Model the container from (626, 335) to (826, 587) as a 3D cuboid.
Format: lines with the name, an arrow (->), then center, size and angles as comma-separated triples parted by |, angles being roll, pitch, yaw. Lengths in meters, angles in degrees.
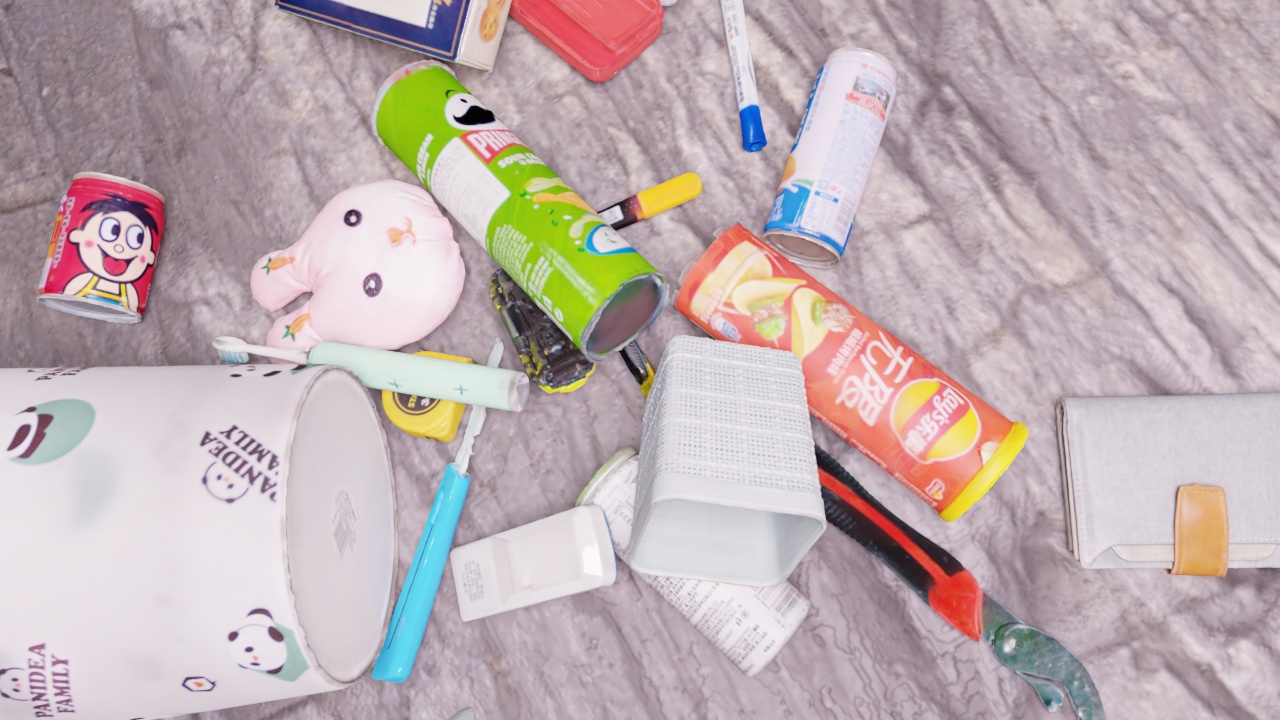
container -> 0.044, 0.053, 0.511 | 0.090, 0.090, 0.111 | 8, 53, -8

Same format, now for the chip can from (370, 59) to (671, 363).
chip can -> -0.083, -0.100, 0.594 | 0.072, 0.072, 0.236 | -43, 67, -2

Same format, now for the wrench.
wrench -> 0.166, 0.127, 0.553 | 0.056, 0.016, 0.273 | -45, 76, -3

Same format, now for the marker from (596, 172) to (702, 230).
marker -> -0.016, -0.098, 0.631 | 0.124, 0.015, 0.018 | -22, 74, 6

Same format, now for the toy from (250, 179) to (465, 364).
toy -> -0.198, -0.055, 0.632 | 0.160, 0.054, 0.121 | -25, 75, 11

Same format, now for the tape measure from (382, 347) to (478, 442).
tape measure -> -0.142, 0.024, 0.615 | 0.057, 0.029, 0.060 | 10, 72, 12

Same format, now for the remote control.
remote control -> -0.069, 0.125, 0.559 | 0.125, 0.024, 0.049 | -25, 71, 35

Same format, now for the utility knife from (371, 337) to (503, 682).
utility knife -> -0.127, 0.094, 0.599 | 0.018, 0.034, 0.234 | 24, 77, -31

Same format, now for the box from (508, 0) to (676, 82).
box -> -0.063, -0.305, 0.638 | 0.110, 0.100, 0.201 | -43, 75, -13

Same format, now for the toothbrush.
toothbrush -> -0.180, 0.005, 0.597 | 0.225, 0.027, 0.026 | 8, 39, 12

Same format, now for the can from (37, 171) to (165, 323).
can -> -0.382, -0.080, 0.655 | 0.066, 0.066, 0.093 | 5, 78, 10

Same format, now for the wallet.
wallet -> 0.316, 0.071, 0.532 | 0.130, 0.037, 0.106 | -2, 77, 9

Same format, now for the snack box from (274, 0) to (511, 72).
snack box -> -0.160, -0.312, 0.637 | 0.183, 0.045, 0.178 | 24, 104, 23

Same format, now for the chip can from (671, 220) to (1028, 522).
chip can -> 0.121, 0.004, 0.559 | 0.216, 0.073, 0.073 | 38, 85, 15

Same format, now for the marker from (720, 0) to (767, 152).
marker -> 0.069, -0.215, 0.642 | 0.017, 0.017, 0.145 | -9, 77, 6

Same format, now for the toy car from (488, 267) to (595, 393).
toy car -> -0.065, -0.025, 0.613 | 0.048, 0.032, 0.105 | -27, 64, -4

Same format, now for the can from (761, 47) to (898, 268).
can -> 0.124, -0.131, 0.596 | 0.053, 0.053, 0.134 | 18, 81, 12

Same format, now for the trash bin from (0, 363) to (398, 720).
trash bin -> -0.290, 0.102, 0.530 | 0.252, 0.230, 0.229 | -5, 77, 1

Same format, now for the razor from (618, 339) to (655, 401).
razor -> -0.004, 0.003, 0.603 | 0.043, 0.022, 0.142 | -38, 71, 36

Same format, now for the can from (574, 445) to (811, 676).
can -> 0.030, 0.119, 0.553 | 0.147, 0.058, 0.058 | 40, 86, 15

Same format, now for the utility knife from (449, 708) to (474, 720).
utility knife -> -0.102, 0.318, 0.556 | 0.031, 0.021, 0.201 | -12, 81, 12
